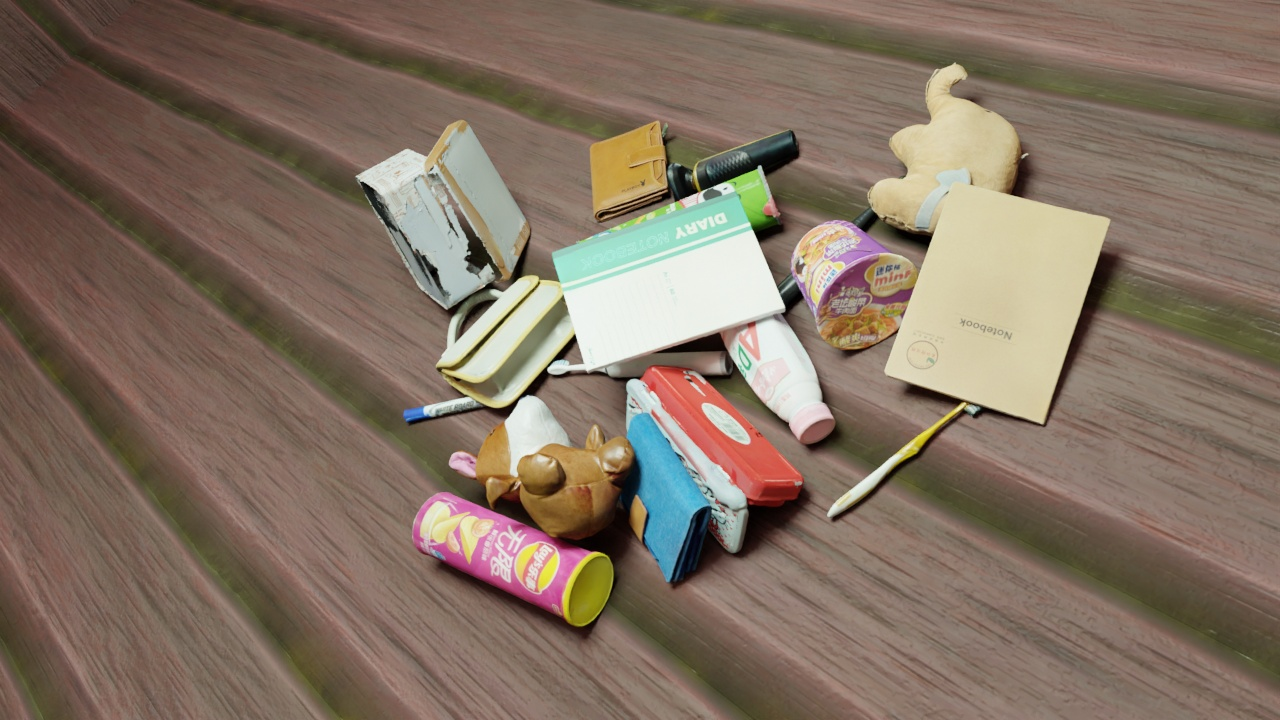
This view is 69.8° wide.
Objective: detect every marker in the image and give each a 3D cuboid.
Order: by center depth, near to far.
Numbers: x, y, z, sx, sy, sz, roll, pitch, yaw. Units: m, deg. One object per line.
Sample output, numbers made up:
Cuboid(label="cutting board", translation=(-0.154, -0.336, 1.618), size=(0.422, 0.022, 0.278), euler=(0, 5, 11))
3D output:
Cuboid(label="marker", translation=(-0.216, 0.053, 1.091), size=(0.146, 0.017, 0.016), euler=(-12, 53, 18))

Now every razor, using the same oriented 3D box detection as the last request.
Cuboid(label="razor", translation=(0.114, -0.239, 1.123), size=(0.167, 0.062, 0.067), euler=(-22, 19, 3))

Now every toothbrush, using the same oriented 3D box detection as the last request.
Cuboid(label="toothbrush", translation=(0.249, 0.087, 0.846), size=(0.191, 0.016, 0.018), euler=(-38, 58, -4))
Cuboid(label="toothbrush", translation=(0.221, -0.131, 1.006), size=(0.212, 0.026, 0.027), euler=(-42, 44, -8))
Cuboid(label="toothbrush", translation=(-0.006, 0.006, 1.018), size=(0.221, 0.027, 0.026), euler=(-2, 36, 25))

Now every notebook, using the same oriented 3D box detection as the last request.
Cuboid(label="notebook", translation=(0.333, -0.059, 0.859), size=(0.148, 0.008, 0.207), euler=(19, 80, 19))
Cuboid(label="notebook", translation=(0.025, -0.083, 0.946), size=(0.209, 0.012, 0.150), euler=(-18, 65, 0))

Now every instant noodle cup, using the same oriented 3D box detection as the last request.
Cuboid(label="instant noodle cup", translation=(0.209, -0.084, 0.931), size=(0.111, 0.111, 0.099), euler=(-30, 42, 3))

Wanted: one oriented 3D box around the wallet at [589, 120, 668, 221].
Cuboid(label="wallet", translation=(-0.009, -0.251, 1.200), size=(0.119, 0.035, 0.130), euler=(-20, 51, 19))

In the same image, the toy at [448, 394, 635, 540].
Cuboid(label="toy", translation=(-0.101, 0.100, 0.916), size=(0.200, 0.140, 0.130), euler=(6, 99, 60))

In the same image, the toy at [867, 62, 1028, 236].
Cuboid(label="toy", translation=(0.336, -0.222, 0.980), size=(0.143, 0.083, 0.225), euler=(17, 62, 16))

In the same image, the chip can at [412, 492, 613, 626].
Cuboid(label="chip can", translation=(-0.131, 0.193, 0.915), size=(0.211, 0.071, 0.071), euler=(15, 64, 33))

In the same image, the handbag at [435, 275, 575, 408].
Cuboid(label="handbag", translation=(-0.178, -0.038, 1.102), size=(0.179, 0.063, 0.163), euler=(19, 59, 41))

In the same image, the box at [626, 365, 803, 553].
Cuboid(label="box", translation=(0.056, 0.096, 0.905), size=(0.201, 0.095, 0.099), euler=(47, 120, 41))

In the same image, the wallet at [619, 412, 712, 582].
Cuboid(label="wallet", translation=(0.017, 0.130, 0.878), size=(0.040, 0.107, 0.133), euler=(-8, 42, -27))

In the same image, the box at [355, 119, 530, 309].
Cuboid(label="box", translation=(-0.228, -0.189, 1.147), size=(0.168, 0.182, 0.151), euler=(-35, 33, -17))

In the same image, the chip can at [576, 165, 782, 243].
Cuboid(label="chip can", translation=(0.044, -0.149, 1.074), size=(0.236, 0.072, 0.072), euler=(-21, 51, 12))

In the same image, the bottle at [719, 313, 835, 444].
Cuboid(label="bottle", translation=(0.133, -0.002, 0.932), size=(0.068, 0.068, 0.196), euler=(-30, 52, 3))
